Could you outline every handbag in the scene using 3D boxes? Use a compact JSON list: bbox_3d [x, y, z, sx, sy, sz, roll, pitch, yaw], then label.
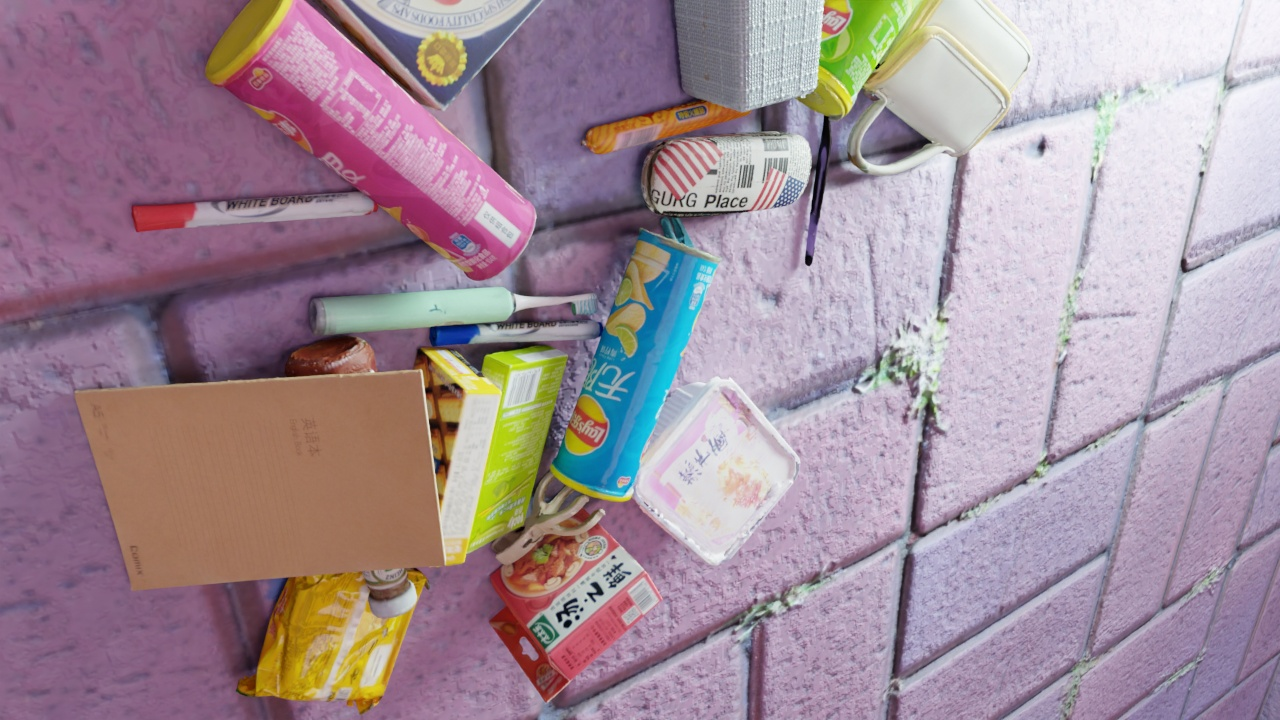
[{"bbox_3d":[0.266,-0.243,0.840,0.163,0.063,0.179,20,102,-38],"label":"handbag"}]

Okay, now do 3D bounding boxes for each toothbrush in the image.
[{"bbox_3d":[0.165,-0.176,0.828,0.016,0.014,0.189,-19,123,-42],"label":"toothbrush"},{"bbox_3d":[-0.129,-0.039,0.676,0.224,0.026,0.027,-7,93,-33],"label":"toothbrush"}]

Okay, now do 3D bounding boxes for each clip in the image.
[{"bbox_3d":[-0.081,0.127,0.792,0.102,0.094,0.035,-23,135,22],"label":"clip"},{"bbox_3d":[0.032,-0.099,0.769,0.049,0.015,0.057,-35,127,-14],"label":"clip"}]

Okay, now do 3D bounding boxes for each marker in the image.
[{"bbox_3d":[-0.093,-0.022,0.715,0.145,0.017,0.017,-4,113,-34],"label":"marker"},{"bbox_3d":[-0.238,-0.095,0.577,0.145,0.017,0.017,-11,117,-31],"label":"marker"}]

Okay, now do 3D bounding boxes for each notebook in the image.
[{"bbox_3d":[-0.242,0.080,0.602,0.211,0.012,0.150,-3,115,-5],"label":"notebook"}]

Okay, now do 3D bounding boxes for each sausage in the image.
[{"bbox_3d":[0.025,-0.187,0.716,0.164,0.021,0.021,-21,122,-26],"label":"sausage"}]

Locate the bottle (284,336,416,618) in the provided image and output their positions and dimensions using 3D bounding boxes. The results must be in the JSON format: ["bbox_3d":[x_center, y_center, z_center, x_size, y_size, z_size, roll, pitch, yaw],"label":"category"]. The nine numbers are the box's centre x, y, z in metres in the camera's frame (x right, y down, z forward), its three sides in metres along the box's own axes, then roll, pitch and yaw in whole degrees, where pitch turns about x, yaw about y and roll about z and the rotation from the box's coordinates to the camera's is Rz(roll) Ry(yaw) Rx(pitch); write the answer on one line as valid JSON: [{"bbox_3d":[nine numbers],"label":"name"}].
[{"bbox_3d":[-0.196,0.087,0.646,0.059,0.060,0.206,-19,112,-28],"label":"bottle"}]

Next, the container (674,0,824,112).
[{"bbox_3d":[0.080,-0.253,0.683,0.090,0.090,0.112,-22,126,-26],"label":"container"}]

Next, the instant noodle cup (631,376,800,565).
[{"bbox_3d":[0.059,0.097,0.853,0.138,0.060,0.173,-49,129,-6],"label":"instant noodle cup"}]

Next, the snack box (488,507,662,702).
[{"bbox_3d":[-0.065,0.201,0.778,0.127,0.113,0.044,-39,130,-14],"label":"snack box"}]

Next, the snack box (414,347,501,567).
[{"bbox_3d":[-0.146,0.069,0.675,0.033,0.087,0.140,0,112,-36],"label":"snack box"}]

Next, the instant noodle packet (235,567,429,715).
[{"bbox_3d":[-0.234,0.208,0.708,0.110,0.044,0.128,22,94,-33],"label":"instant noodle packet"}]

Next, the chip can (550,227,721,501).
[{"bbox_3d":[-0.004,0.004,0.738,0.071,0.071,0.210,14,102,-39],"label":"chip can"}]

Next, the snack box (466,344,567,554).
[{"bbox_3d":[-0.105,0.067,0.719,0.085,0.026,0.156,-16,125,-63],"label":"snack box"}]

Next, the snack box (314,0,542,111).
[{"bbox_3d":[-0.127,-0.278,0.549,0.182,0.046,0.178,-50,130,-5],"label":"snack box"}]

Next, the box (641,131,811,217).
[{"bbox_3d":[0.070,-0.155,0.756,0.164,0.059,0.072,-9,136,-31],"label":"box"}]

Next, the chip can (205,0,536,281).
[{"bbox_3d":[-0.160,-0.134,0.578,0.071,0.071,0.210,-53,131,-3],"label":"chip can"}]

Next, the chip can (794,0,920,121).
[{"bbox_3d":[0.198,-0.307,0.748,0.072,0.072,0.221,35,90,-41],"label":"chip can"}]
